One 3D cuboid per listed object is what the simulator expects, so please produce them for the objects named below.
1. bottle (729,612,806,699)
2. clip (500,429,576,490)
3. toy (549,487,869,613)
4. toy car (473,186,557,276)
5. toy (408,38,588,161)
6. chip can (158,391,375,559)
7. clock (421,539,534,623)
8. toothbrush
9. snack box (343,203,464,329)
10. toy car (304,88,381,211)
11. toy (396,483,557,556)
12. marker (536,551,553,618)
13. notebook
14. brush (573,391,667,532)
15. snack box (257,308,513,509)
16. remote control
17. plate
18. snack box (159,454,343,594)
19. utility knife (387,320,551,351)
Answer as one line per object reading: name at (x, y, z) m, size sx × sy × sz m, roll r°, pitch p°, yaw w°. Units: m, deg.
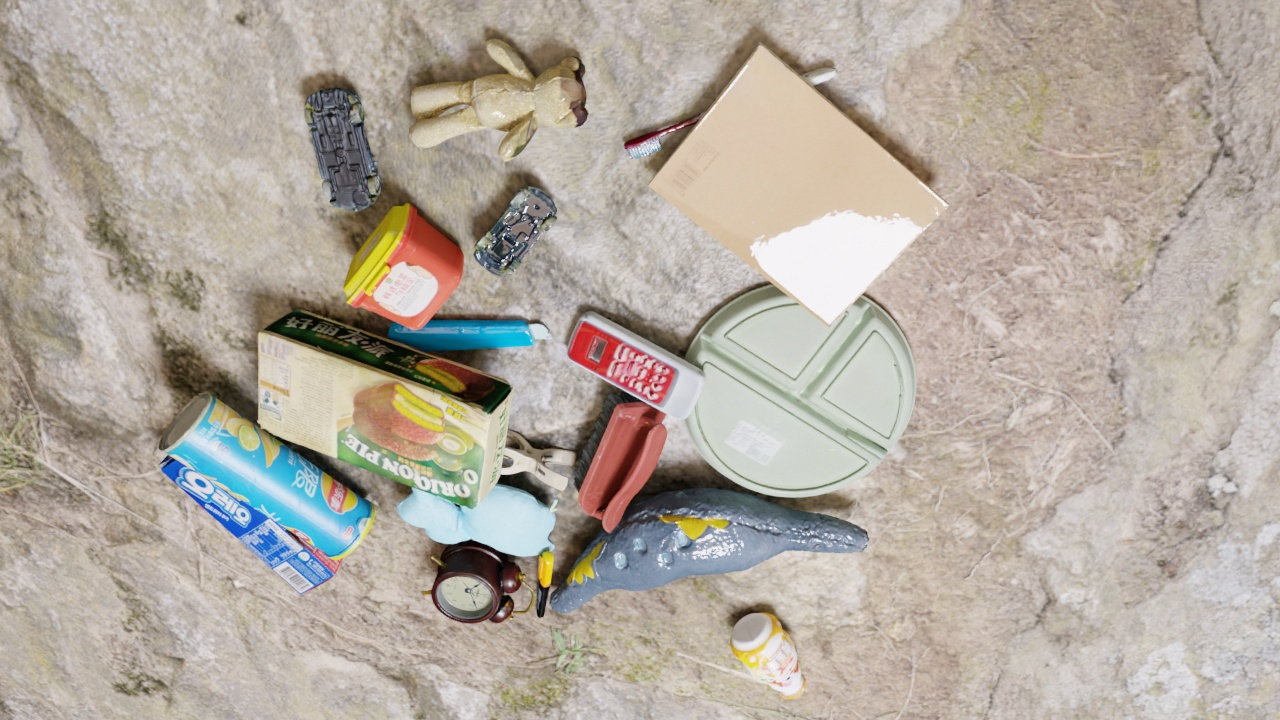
bottle at (0.149, 0.339, 1.045) m, size 0.063 × 0.063 × 0.108 m, roll -28°, pitch 114°, yaw 17°
clip at (-0.117, 0.099, 0.941) m, size 0.100 × 0.070 × 0.035 m, roll 15°, pitch 118°, yaw 2°
toy at (0.053, 0.192, 0.955) m, size 0.357 × 0.091 × 0.138 m, roll -13°, pitch 130°, yaw 13°
toy car at (-0.111, -0.116, 0.823) m, size 0.043 × 0.034 × 0.091 m, roll 37°, pitch 112°, yaw -14°
toy at (-0.120, -0.210, 0.762) m, size 0.157 × 0.066 × 0.105 m, roll -6°, pitch 76°, yaw 11°
chip can at (-0.369, 0.119, 0.922) m, size 0.071 × 0.071 × 0.210 m, roll -32°, pitch 125°, yaw 19°
clock at (-0.176, 0.249, 1.016) m, size 0.122 × 0.055 × 0.082 m, roll 17°, pitch 118°, yaw -3°
toothbrush at (0.075, -0.208, 0.773) m, size 0.188 × 0.016 × 0.017 m, roll -18°, pitch 125°, yaw 13°
snack box at (-0.210, -0.080, 0.824) m, size 0.080 × 0.081 × 0.091 m, roll 34°, pitch 116°, yaw -26°
toy car at (-0.256, -0.182, 0.795) m, size 0.049 × 0.031 × 0.106 m, roll -2°, pitch 118°, yaw 5°
toy at (-0.164, 0.165, 0.970) m, size 0.157 × 0.049 × 0.161 m, roll -21°, pitch 129°, yaw 25°
marker at (-0.109, 0.251, 1.021) m, size 0.015 × 0.018 × 0.124 m, roll -10°, pitch 138°, yaw -20°
notebook at (0.133, -0.142, 0.783) m, size 0.211 × 0.012 × 0.150 m, roll 36°, pitch 115°, yaw -12°
brush at (-0.021, 0.102, 0.911) m, size 0.063 × 0.069 × 0.146 m, roll -1°, pitch 128°, yaw -39°
snack box at (-0.244, 0.044, 0.870) m, size 0.240 × 0.063 × 0.115 m, roll 18°, pitch 120°, yaw 10°
remote control at (-0.005, 0.005, 0.870) m, size 0.136 × 0.020 × 0.056 m, roll 29°, pitch 117°, yaw 8°
plate at (0.151, 0.035, 0.882) m, size 0.230 × 0.027 × 0.230 m, roll 1°, pitch 112°, yaw 3°
snack box at (-0.406, 0.158, 0.977) m, size 0.057 × 0.058 × 0.207 m, roll -31°, pitch 113°, yaw 19°
utility knife at (-0.166, -0.025, 0.886) m, size 0.161 × 0.018 × 0.034 m, roll -1°, pitch 122°, yaw 1°
